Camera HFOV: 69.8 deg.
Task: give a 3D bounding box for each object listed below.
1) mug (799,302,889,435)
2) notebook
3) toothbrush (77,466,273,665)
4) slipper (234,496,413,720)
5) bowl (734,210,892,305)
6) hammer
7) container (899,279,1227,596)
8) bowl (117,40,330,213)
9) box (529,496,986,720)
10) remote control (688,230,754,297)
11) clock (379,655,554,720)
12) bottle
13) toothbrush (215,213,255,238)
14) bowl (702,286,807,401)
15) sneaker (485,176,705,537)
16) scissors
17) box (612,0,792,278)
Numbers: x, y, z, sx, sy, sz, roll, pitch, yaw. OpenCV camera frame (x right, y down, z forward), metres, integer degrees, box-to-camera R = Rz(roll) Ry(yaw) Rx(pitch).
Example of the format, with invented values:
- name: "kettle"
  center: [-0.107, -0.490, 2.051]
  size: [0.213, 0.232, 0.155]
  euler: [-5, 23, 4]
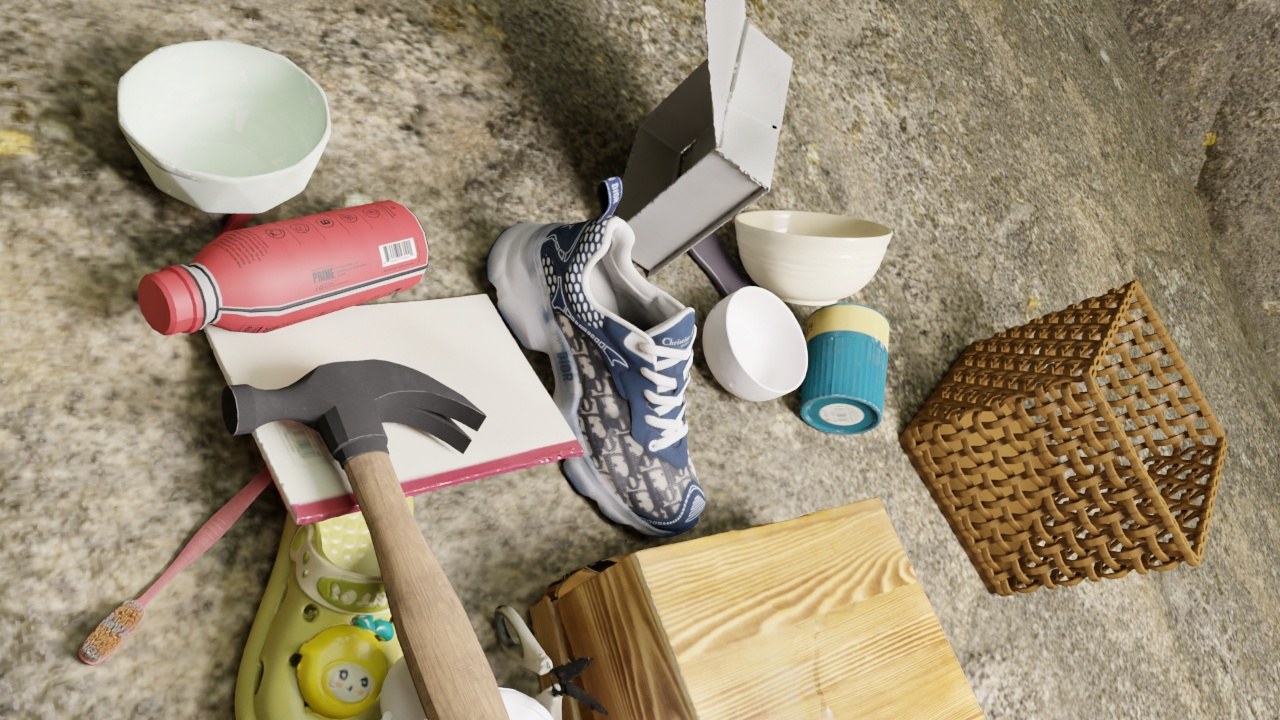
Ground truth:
- name: "mug"
  center: [0.207, 0.018, 0.914]
  size: [0.113, 0.083, 0.107]
  euler: [55, 37, -49]
- name: "notebook"
  center: [-0.151, 0.020, 0.590]
  size: [0.208, 0.012, 0.153]
  euler: [-9, 55, -45]
- name: "toothbrush"
  center: [-0.237, 0.092, 0.516]
  size: [0.015, 0.016, 0.183]
  euler: [43, 46, -10]
- name: "slipper"
  center: [-0.161, 0.132, 0.521]
  size: [0.091, 0.082, 0.190]
  euler: [24, 53, -35]
- name: "bowl"
  center: [0.164, -0.098, 0.896]
  size: [0.150, 0.151, 0.075]
  euler: [-17, 118, -45]
- name: "hammer"
  center: [-0.105, 0.128, 0.471]
  size: [0.132, 0.040, 0.305]
  euler: [-7, 56, -41]
- name: "container"
  center: [0.471, 0.087, 1.017]
  size: [0.250, 0.215, 0.219]
  euler: [-37, 97, -45]
- name: "bowl"
  center: [-0.252, -0.134, 0.563]
  size: [0.117, 0.061, 0.117]
  euler: [10, 55, -15]
- name: "box"
  center: [0.085, 0.237, 0.651]
  size: [0.278, 0.168, 0.245]
  euler: [-2, 66, -42]
- name: "remote control"
  center: [0.084, -0.082, 0.890]
  size: [0.124, 0.009, 0.046]
  euler: [52, 45, -10]
- name: "clock"
  center: [-0.103, 0.240, 0.497]
  size: [0.161, 0.073, 0.125]
  euler: [58, 42, -29]
- name: "bottle"
  center: [-0.213, -0.054, 0.560]
  size: [0.176, 0.062, 0.062]
  euler: [-28, 91, -52]
- name: "toothbrush"
  center: [-0.250, -0.103, 0.592]
  size: [0.016, 0.017, 0.189]
  euler: [37, 50, -23]
- name: "bowl"
  center: [0.099, -0.011, 0.841]
  size: [0.104, 0.054, 0.104]
  euler: [19, 58, -33]
- name: "sneaker"
  center: [-0.004, 0.004, 0.681]
  size: [0.103, 0.133, 0.269]
  euler: [-30, 96, -47]
- name: "scissors"
  center: [-0.052, 0.196, 0.547]
  size: [0.012, 0.163, 0.154]
  euler: [-17, 118, -28]
- name: "box"
  center: [0.084, -0.258, 0.671]
  size: [0.119, 0.480, 0.166]
  euler: [17, 56, -5]
